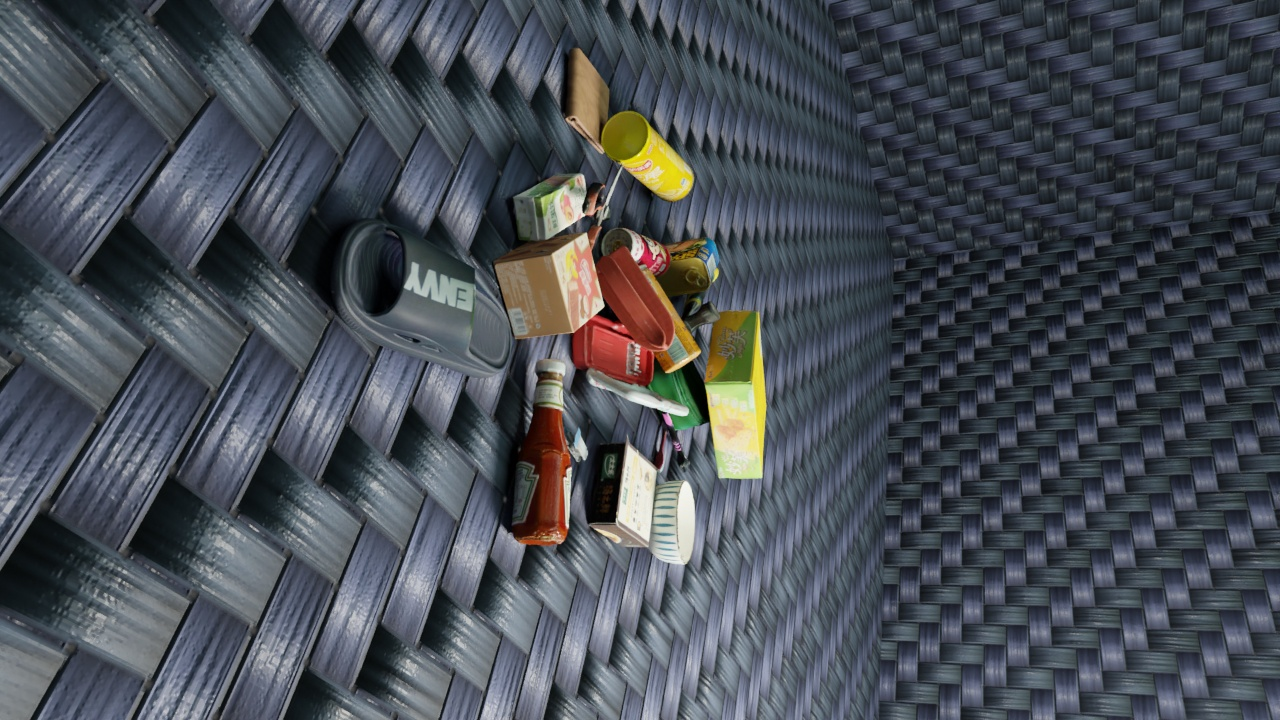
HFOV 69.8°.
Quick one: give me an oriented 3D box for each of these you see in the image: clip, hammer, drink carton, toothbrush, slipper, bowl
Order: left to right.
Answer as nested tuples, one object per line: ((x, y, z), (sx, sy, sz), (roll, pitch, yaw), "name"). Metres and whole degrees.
((-0.179, -0.056, 0.863), (0.268, 0.083, 0.110), (36, 51, -61), "slipper")
((-0.107, -0.184, 1.090), (0.122, 0.045, 0.053), (-48, 138, -58), "drink carton")
((-0.080, 0.105, 1.130), (0.058, 0.043, 0.026), (62, 31, -49), "clip")
((0.034, 0.226, 1.288), (0.116, 0.066, 0.116), (-1, 89, -75), "bowl")
((0.043, 0.090, 1.410), (0.017, 0.016, 0.187), (67, 28, -50), "toothbrush")
((0.053, 0.124, 1.394), (0.189, 0.014, 0.017), (68, 36, -54), "toothbrush")
((0.081, -0.091, 1.445), (0.032, 0.126, 0.322), (57, 20, -11), "hammer")

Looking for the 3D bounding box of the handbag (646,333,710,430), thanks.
((0.067, 0.031, 1.384), (0.131, 0.068, 0.119), (62, 36, -22), "handbag")

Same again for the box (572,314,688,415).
((-0.017, 0.016, 1.225), (0.154, 0.074, 0.201), (61, 16, 20), "box")

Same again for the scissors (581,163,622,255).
((-0.054, -0.186, 1.172), (0.189, 0.015, 0.225), (100, 7, -63), "scissors")

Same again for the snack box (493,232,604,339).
((-0.102, -0.086, 1.044), (0.094, 0.077, 0.093), (-46, 127, -60), "snack box")

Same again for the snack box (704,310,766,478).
((0.145, 0.053, 1.370), (0.157, 0.070, 0.210), (-78, 163, -45), "snack box")

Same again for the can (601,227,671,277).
((-0.005, -0.152, 1.303), (0.132, 0.053, 0.053), (8, 78, -66), "can")

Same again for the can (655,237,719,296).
((0.064, -0.143, 1.401), (0.083, 0.102, 0.057), (-63, 140, -54), "can")

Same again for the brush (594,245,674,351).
((-0.007, -0.075, 1.202), (0.146, 0.063, 0.069), (56, 8, 2), "brush")

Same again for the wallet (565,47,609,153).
((-0.070, -0.350, 1.244), (0.115, 0.020, 0.101), (29, 61, -65), "wallet")

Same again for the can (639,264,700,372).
((0.022, -0.057, 1.265), (0.146, 0.058, 0.058), (58, 25, 4), "can")

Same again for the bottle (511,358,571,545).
((-0.106, 0.100, 1.019), (0.059, 0.060, 0.205), (37, 51, -59), "bottle")

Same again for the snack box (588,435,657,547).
((-0.021, 0.173, 1.200), (0.125, 0.053, 0.113), (47, 44, -53), "snack box")

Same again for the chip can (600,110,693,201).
((0.015, -0.294, 1.341), (0.213, 0.072, 0.072), (15, 71, -68), "chip can")
